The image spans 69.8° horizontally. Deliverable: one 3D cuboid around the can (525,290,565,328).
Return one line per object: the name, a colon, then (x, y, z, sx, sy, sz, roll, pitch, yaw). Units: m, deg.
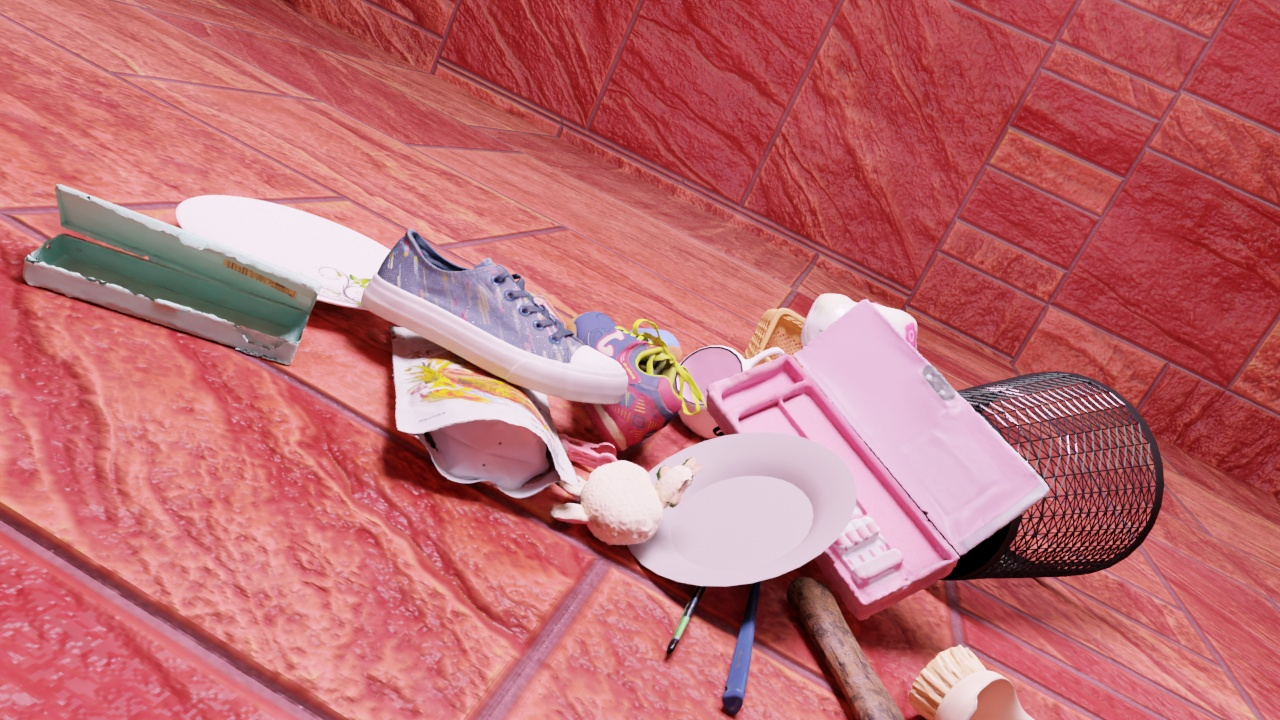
can: (-0.122, -0.039, 0.934, 0.059, 0.054, 0.100, 18, 18, -31)

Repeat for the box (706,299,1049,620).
box: (0.180, 0.073, 0.745, 0.232, 0.180, 0.055, 57, -6, 36)

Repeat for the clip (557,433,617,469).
clip: (-0.045, 0.078, 0.747, 0.057, 0.022, 0.035, 17, 21, -11)

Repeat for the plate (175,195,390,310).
plate: (-0.309, -0.089, 0.848, 0.229, 0.030, 0.229, 24, 17, -8)

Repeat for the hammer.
hammer: (0.144, 0.230, 0.540, 0.120, 0.033, 0.330, 19, 17, -17)

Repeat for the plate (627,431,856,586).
plate: (0.073, 0.111, 0.678, 0.173, 0.019, 0.172, -12, 28, 6)

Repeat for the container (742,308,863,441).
container: (0.216, 0.026, 1.100, 0.183, 0.129, 0.167, 23, 10, -11)

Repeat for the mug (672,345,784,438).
mug: (0.094, 0.028, 0.937, 0.090, 0.124, 0.076, 63, 3, 40)

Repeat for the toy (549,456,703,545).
toy: (-0.011, 0.100, 0.663, 0.112, 0.050, 0.087, -3, 21, -9)

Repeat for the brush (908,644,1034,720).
brush: (0.302, 0.272, 0.615, 0.272, 0.062, 0.077, 28, 20, -6)

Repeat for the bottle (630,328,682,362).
bottle: (0.016, -0.010, 0.984, 0.048, 0.048, 0.131, 21, -3, -16)

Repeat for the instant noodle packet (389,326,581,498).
instant noodle packet: (-0.128, 0.025, 0.735, 0.146, 0.057, 0.269, 21, 12, -20)

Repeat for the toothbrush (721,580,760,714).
toothbrush: (0.069, 0.176, 0.619, 0.017, 0.016, 0.189, 20, 16, 6)

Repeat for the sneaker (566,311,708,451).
sneaker: (-0.006, 0.005, 0.883, 0.116, 0.091, 0.241, 57, 7, -25)

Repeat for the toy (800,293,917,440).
toy: (0.215, 0.033, 0.971, 0.137, 0.209, 0.086, 25, -11, -12)

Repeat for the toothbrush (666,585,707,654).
toothbrush: (0.043, 0.159, 0.639, 0.017, 0.014, 0.187, 35, 18, 6)

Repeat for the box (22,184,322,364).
box: (-0.333, -0.072, 0.677, 0.188, 0.079, 0.077, 20, 16, -18)

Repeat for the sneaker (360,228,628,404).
sneaker: (-0.114, -0.037, 0.752, 0.235, 0.079, 0.087, 24, 8, 7)

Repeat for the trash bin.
trash bin: (0.351, 0.118, 0.903, 0.242, 0.217, 0.217, 1, 28, -41)
